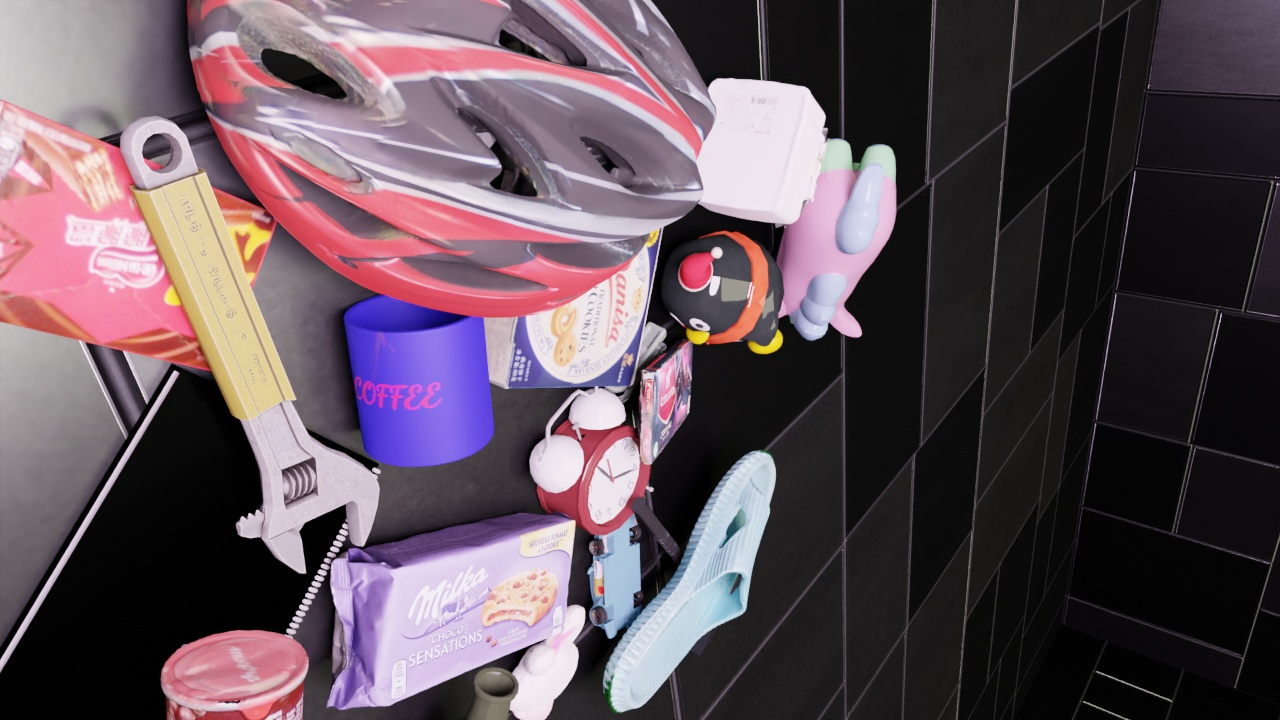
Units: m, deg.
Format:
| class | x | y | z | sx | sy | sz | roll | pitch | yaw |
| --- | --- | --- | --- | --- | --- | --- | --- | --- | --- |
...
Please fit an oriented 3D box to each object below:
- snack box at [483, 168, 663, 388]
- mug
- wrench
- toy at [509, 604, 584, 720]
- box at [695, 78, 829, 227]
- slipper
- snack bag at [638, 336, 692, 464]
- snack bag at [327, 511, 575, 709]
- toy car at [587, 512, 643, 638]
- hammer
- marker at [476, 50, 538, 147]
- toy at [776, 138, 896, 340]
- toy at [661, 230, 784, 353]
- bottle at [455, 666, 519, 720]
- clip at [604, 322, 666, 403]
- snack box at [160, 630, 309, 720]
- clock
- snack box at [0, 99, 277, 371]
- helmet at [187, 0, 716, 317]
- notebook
| class | x | y | z | sx | sy | sz | roll | pitch | yaw |
| --- | --- | --- | --- | --- | --- | --- | --- | --- | --- |
| snack box | -0.049 | -0.054 | 0.670 | 0.144 | 0.043 | 0.144 | 0 | 104 | -53 |
| mug | -0.128 | 0.002 | 0.566 | 0.111 | 0.079 | 0.084 | -60 | 152 | -64 |
| wrench | -0.199 | 0.006 | 0.476 | 0.083 | 0.018 | 0.274 | -40 | 135 | -40 |
| toy | -0.080 | 0.256 | 0.751 | 0.075 | 0.037 | 0.126 | -36 | 150 | -46 |
| box | 0.115 | -0.170 | 0.800 | 0.130 | 0.103 | 0.110 | 8 | 96 | -62 |
| slipper | 0.064 | 0.206 | 0.835 | 0.275 | 0.069 | 0.116 | -52 | 150 | -25 |
| snack bag | 0.022 | 0.029 | 0.770 | 0.155 | 0.018 | 0.075 | -40 | 134 | -71 |
| snack bag | -0.128 | 0.162 | 0.635 | 0.205 | 0.058 | 0.096 | -2 | 103 | -54 |
| toy car | -0.026 | 0.185 | 0.809 | 0.060 | 0.028 | 0.108 | -11 | 102 | -51 |
| hammer | 0.039 | 0.201 | 0.872 | 0.094 | 0.015 | 0.325 | -58 | 150 | -18 |
| marker | -0.090 | -0.161 | 0.592 | 0.145 | 0.019 | 0.019 | -57 | 141 | -22 |
| toy | 0.177 | -0.105 | 0.854 | 0.222 | 0.120 | 0.171 | 176 | -80 | -85 |
| toy | 0.064 | -0.062 | 0.780 | 0.119 | 0.098 | 0.100 | 7 | 97 | -45 |
| bottle | -0.124 | 0.311 | 0.657 | 0.071 | 0.071 | 0.207 | -11 | 123 | -51 |
| clip | -0.005 | 0.003 | 0.766 | 0.076 | 0.023 | 0.047 | -51 | 155 | -29 |
| snack box | -0.219 | 0.217 | 0.494 | 0.072 | 0.072 | 0.121 | -9 | 111 | -52 |
| clock | -0.039 | 0.083 | 0.732 | 0.096 | 0.048 | 0.138 | -51 | 140 | -29 |
| snack box | -0.244 | -0.051 | 0.426 | 0.132 | 0.021 | 0.089 | 22 | 86 | -55 |
| helmet | -0.087 | -0.138 | 0.482 | 0.271 | 0.167 | 0.217 | 18 | 73 | -35 |
| notebook | -0.244 | 0.125 | 0.502 | 0.149 | 0.016 | 0.206 | 42 | 70 | -51 |
